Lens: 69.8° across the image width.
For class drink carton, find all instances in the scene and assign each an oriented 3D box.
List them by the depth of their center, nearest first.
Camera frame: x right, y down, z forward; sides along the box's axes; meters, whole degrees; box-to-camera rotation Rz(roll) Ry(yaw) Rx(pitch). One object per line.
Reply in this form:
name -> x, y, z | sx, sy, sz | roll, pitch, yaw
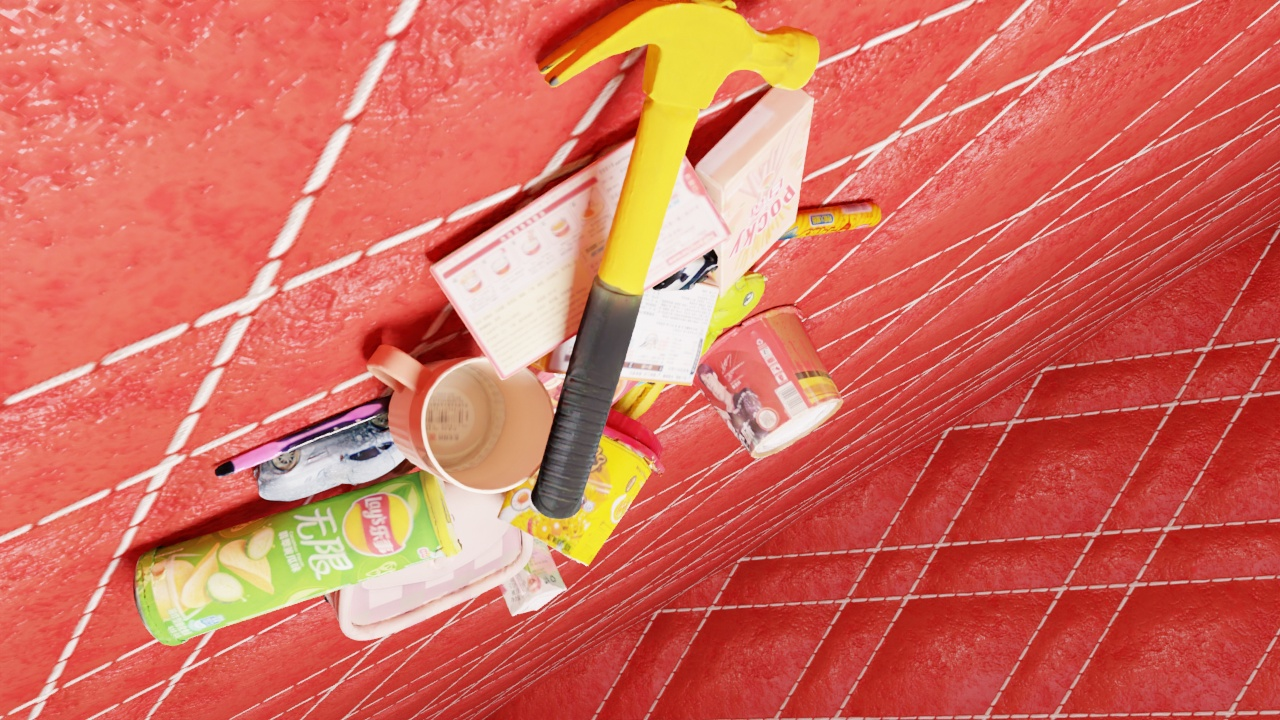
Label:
drink carton -> -0.130, 0.196, 0.950 | 0.054, 0.122, 0.045 | -39, 157, 28

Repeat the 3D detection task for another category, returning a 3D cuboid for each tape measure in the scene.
tape measure -> 0.009, -0.076, 0.573 | 0.065, 0.065, 0.034 | -11, 153, -48

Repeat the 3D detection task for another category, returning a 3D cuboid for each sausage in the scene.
sausage -> 0.147, -0.114, 0.748 | 0.164, 0.021, 0.022 | -14, 154, -39

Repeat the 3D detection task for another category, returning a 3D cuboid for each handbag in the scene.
handbag -> -0.181, 0.132, 0.807 | 0.192, 0.093, 0.235 | -17, 146, -33

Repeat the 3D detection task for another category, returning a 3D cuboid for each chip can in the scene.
chip can -> -0.248, 0.141, 0.672 | 0.221, 0.072, 0.073 | -17, 158, -11

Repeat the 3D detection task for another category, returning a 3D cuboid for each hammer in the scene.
hammer -> -0.012, -0.041, 0.489 | 0.128, 0.032, 0.301 | 5, 119, -22

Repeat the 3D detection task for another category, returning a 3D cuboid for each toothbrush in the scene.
toothbrush -> -0.197, 0.040, 0.634 | 0.189, 0.014, 0.018 | -23, 169, -19

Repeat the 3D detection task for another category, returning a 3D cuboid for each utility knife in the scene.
utility knife -> -0.041, 0.085, 0.875 | 0.033, 0.015, 0.216 | 31, 102, -33

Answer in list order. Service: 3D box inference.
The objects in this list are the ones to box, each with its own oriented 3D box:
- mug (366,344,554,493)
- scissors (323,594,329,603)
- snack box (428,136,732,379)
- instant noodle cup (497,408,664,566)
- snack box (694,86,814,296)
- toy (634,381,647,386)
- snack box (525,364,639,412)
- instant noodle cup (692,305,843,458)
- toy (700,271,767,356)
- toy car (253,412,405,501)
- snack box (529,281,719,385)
mug -> -0.124, 0.030, 0.587 | 0.081, 0.114, 0.106 | -59, -157, -15
scissors -> -0.245, 0.216, 0.987 | 0.171, 0.019, 0.176 | -42, 156, 28
snack box -> -0.034, -0.062, 0.524 | 0.156, 0.077, 0.027 | -32, -172, 3
instant noodle cup -> -0.054, 0.102, 0.792 | 0.123, 0.116, 0.116 | -62, 164, -12
snack box -> 0.073, -0.109, 0.611 | 0.084, 0.026, 0.157 | -46, 163, -11
toy -> -0.005, 0.005, 0.804 | 0.096, 0.030, 0.092 | -29, 157, 4
snack box -> -0.029, -0.007, 0.695 | 0.113, 0.044, 0.127 | -41, 149, 26
instant noodle cup -> 0.131, 0.028, 0.938 | 0.137, 0.108, 0.138 | -27, 160, -11
toy -> 0.067, -0.040, 0.789 | 0.100, 0.031, 0.096 | -40, 164, 1
toy car -> -0.212, 0.070, 0.656 | 0.120, 0.036, 0.054 | -21, 159, -17
snack box -> -0.009, -0.026, 0.608 | 0.153, 0.026, 0.075 | 7, 101, -50
